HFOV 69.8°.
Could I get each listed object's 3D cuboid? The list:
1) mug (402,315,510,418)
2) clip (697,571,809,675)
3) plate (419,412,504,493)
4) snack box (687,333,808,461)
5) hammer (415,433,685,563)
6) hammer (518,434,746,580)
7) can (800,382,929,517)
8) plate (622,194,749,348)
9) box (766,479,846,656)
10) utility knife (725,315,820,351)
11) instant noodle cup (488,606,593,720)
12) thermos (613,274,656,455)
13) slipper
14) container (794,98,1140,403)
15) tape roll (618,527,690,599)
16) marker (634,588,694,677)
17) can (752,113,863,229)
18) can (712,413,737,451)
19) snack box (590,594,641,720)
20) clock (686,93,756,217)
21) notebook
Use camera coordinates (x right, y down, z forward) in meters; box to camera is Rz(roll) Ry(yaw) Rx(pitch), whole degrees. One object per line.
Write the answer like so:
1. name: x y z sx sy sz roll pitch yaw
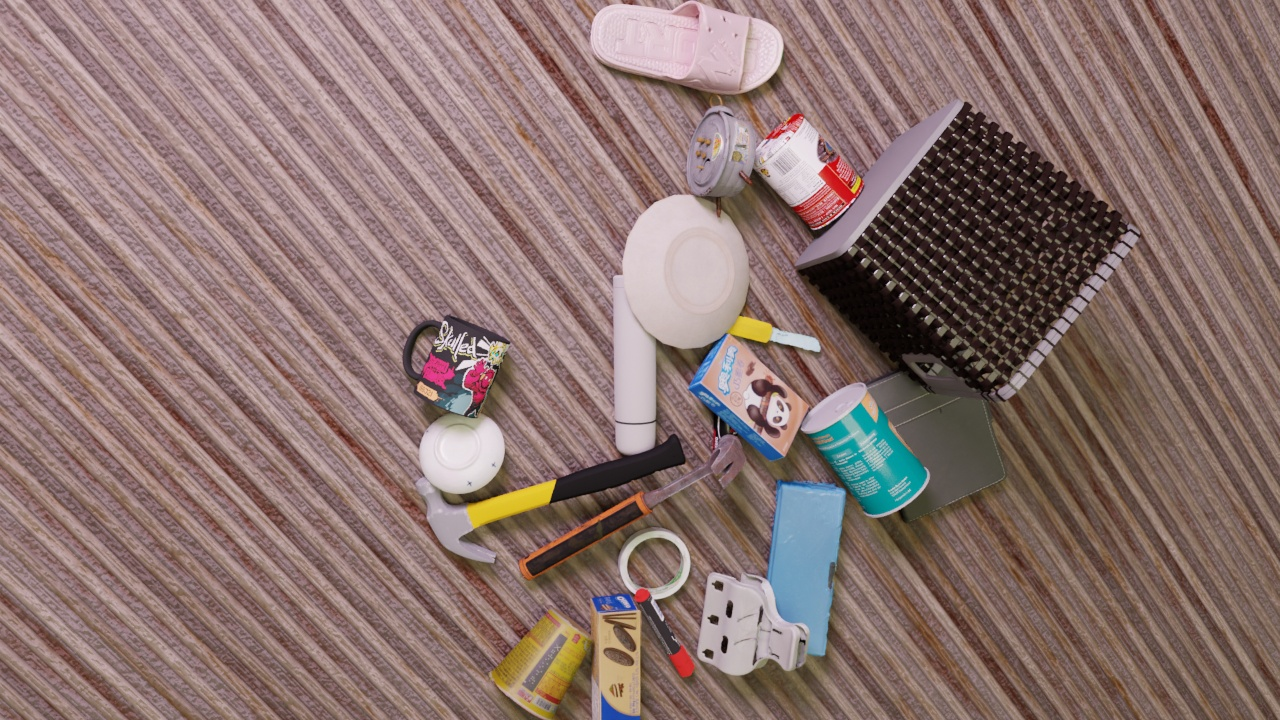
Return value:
1. mug: -0.226 0.000 1.086 0.118 0.081 0.098 24 92 13
2. clip: 0.156 0.351 1.208 0.152 0.098 0.126 9 98 24
3. plate: -0.216 0.106 1.099 0.104 0.026 0.104 -1 72 2
4. snack box: 0.139 0.048 1.168 0.151 0.034 0.087 41 57 -14
5. hammer: -0.102 0.159 1.126 0.323 0.029 0.127 -17 104 2
6. hammer: -0.013 0.189 1.124 0.315 0.137 0.035 -30 93 8
7. can: 0.290 0.116 1.187 0.099 0.099 0.144 -38 97 -5
8. plate: 0.066 -0.109 1.121 0.188 0.027 0.188 -1 92 -31
9. box: 0.216 0.276 1.238 0.093 0.054 0.231 6 96 5
10. utility knife: 0.133 -0.041 1.181 0.217 0.019 0.030 14 101 -9
11. instant noodle cup: -0.117 0.377 1.154 0.100 0.100 0.112 40 78 -14
12. thermos: -0.007 0.007 1.141 0.052 0.052 0.224 -2 98 -12
13. slipper: 0.060 -0.376 1.096 0.239 0.064 0.094 4 97 -11
14. container: 0.365 -0.126 1.094 0.243 0.247 0.245 39 88 -4
15. tape roll: 0.018 0.265 1.200 0.093 0.018 0.094 -2 99 -12
16. marker: 0.032 0.356 1.204 0.023 0.021 0.145 -39 114 -27
17. can: 0.205 -0.233 1.134 0.116 0.086 0.086 42 88 -15
18. can: 0.110 0.104 1.189 0.031 0.031 0.080 0 98 -12
19. snack box: -0.031 0.412 1.190 0.057 0.056 0.207 -2 98 -13
20. clock: 0.094 -0.258 1.108 0.056 0.104 0.147 8 66 -23
21. notebook: 0.403 0.098 1.254 0.169 0.029 0.209 -23 105 -6
